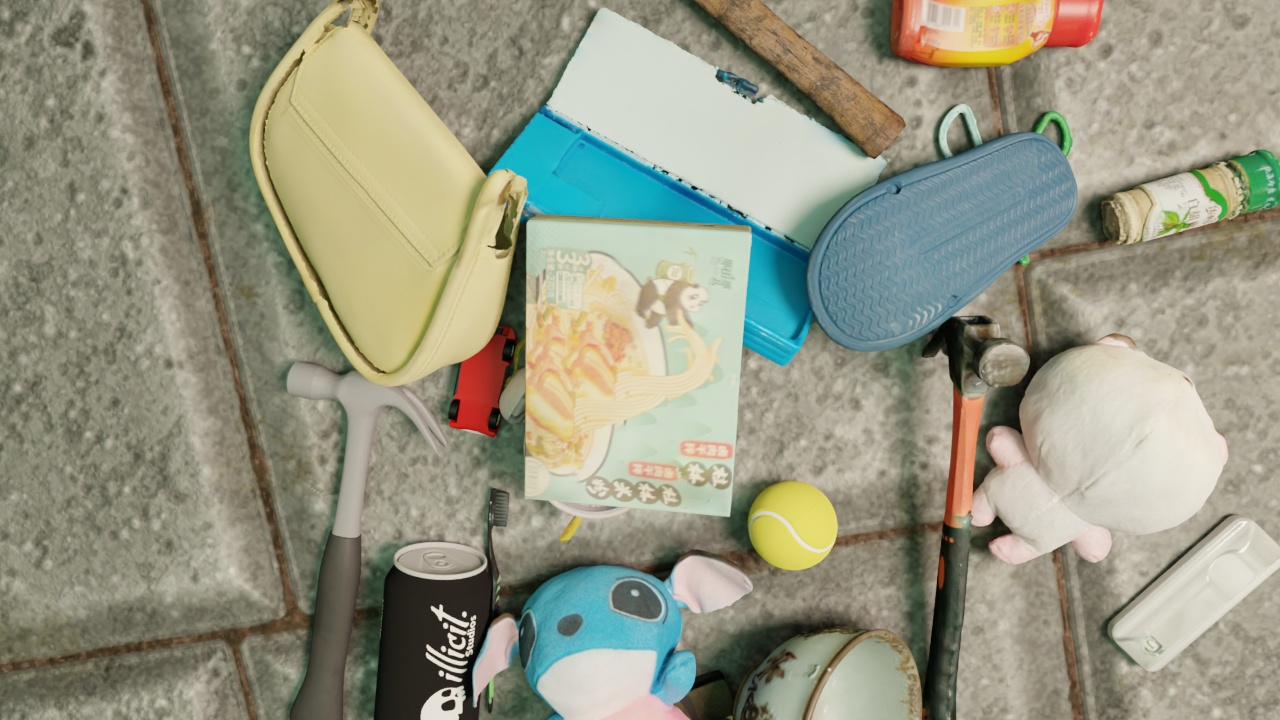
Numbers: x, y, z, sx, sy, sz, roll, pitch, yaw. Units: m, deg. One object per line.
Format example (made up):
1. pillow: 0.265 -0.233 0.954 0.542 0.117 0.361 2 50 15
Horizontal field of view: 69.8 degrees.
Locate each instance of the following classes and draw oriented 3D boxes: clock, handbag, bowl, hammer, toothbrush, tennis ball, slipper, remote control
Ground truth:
1. clock: -0.039 0.045 0.684 0.117 0.058 0.158 -21 95 7
2. handbag: -0.172 -0.113 0.635 0.191 0.088 0.233 -45 78 30
3. bowl: 0.125 0.267 0.672 0.094 0.159 0.160 1 100 45
4. hammer: 0.223 0.130 0.655 0.033 0.133 0.333 0 106 2
5. hammer: 0.057 -0.267 0.642 0.330 0.033 0.120 40 98 0
6. toothbrush: -0.115 0.193 0.733 0.017 0.014 0.188 2 98 -4
7. hammer: -0.234 0.160 0.731 0.125 0.029 0.311 11 99 3
8. tennis ball: 0.112 0.122 0.678 0.065 0.065 0.065 1 98 4
9. handbag: -0.005 0.311 0.717 0.178 0.027 0.084 -21 93 -3
10. slipper: 0.203 -0.087 0.632 0.213 0.059 0.104 -31 95 -9
11. remote control: 0.414 0.175 0.683 0.050 0.022 0.133 43 99 -2

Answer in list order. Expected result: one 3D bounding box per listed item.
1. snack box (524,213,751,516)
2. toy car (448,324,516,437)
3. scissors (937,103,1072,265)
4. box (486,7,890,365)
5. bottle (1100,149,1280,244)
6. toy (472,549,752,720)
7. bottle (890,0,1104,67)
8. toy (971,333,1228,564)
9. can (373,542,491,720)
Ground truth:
1. snack box: -0.004 0.004 0.612 0.141 0.044 0.194 4 106 5
2. toy car: -0.121 0.015 0.703 0.038 0.025 0.089 13 98 3
3. scissors: 0.251 -0.130 0.660 0.123 0.011 0.127 33 98 1
4. box: 0.033 -0.123 0.663 0.243 0.060 0.175 29 75 0
5. bottle: 0.381 -0.112 0.637 0.110 0.042 0.042 -16 96 7
6. toy: -0.009 0.238 0.673 0.224 0.099 0.191 -22 71 1
7. bottle: 0.243 -0.238 0.627 0.134 0.048 0.071 1 98 4
8. toy: 0.311 0.075 0.645 0.139 0.101 0.180 47 116 9
9. can: -0.160 0.221 0.706 0.080 0.080 0.146 7 98 3
